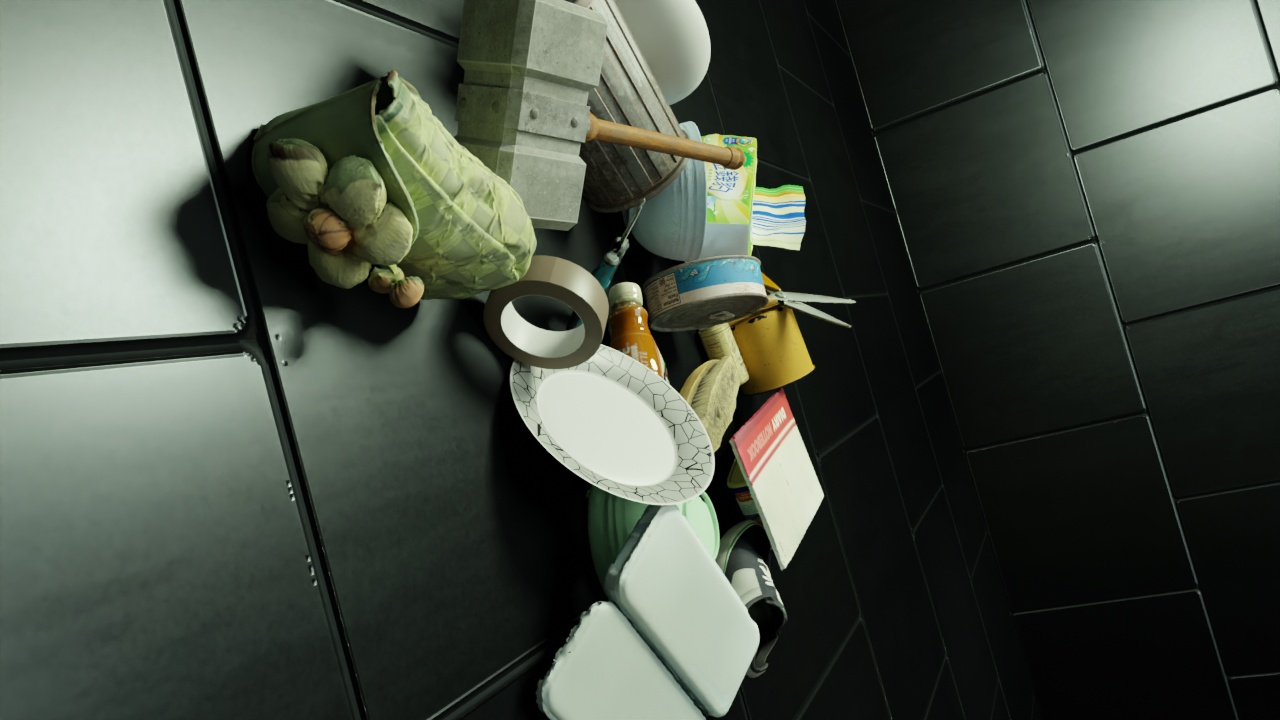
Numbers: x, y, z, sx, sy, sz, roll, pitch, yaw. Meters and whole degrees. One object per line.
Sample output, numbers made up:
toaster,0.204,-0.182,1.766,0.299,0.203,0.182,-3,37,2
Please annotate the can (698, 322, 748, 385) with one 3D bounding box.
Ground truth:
can,0.101,-0.008,1.115,0.079,0.038,0.038,67,26,-13

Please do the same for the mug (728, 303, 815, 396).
mug,0.155,-0.017,1.177,0.094,0.100,0.124,68,-15,-6

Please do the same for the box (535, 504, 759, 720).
box,0.017,0.239,0.728,0.188,0.037,0.209,-55,130,-33

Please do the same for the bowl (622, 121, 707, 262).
bowl,0.020,-0.178,0.983,0.150,0.074,0.150,176,-89,-82

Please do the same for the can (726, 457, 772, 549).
can,0.152,0.155,1.102,0.092,0.057,0.116,64,27,-17

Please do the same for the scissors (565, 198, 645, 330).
scissors,-0.033,-0.076,0.803,0.019,0.144,0.126,29,76,-3

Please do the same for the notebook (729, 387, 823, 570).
notebook,0.162,0.128,1.060,0.208,0.012,0.153,-33,102,-64

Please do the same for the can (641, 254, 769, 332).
can,0.069,-0.070,0.979,0.129,0.130,0.044,9,67,-62

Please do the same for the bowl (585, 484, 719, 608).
bowl,0.022,0.153,0.817,0.151,0.077,0.150,42,40,-49

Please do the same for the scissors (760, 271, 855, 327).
scissors,0.149,-0.078,1.127,0.216,0.225,0.016,-23,132,-42

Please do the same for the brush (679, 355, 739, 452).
brush,0.073,0.052,1.015,0.059,0.043,0.194,63,28,-19

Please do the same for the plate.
plate,-0.024,0.051,0.759,0.188,0.016,0.188,24,31,-16

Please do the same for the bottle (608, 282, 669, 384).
bottle,-0.005,0.005,0.870,0.059,0.059,0.167,29,46,-56

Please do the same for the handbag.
handbag,-0.150,-0.087,0.576,0.186,0.113,0.116,46,44,-46

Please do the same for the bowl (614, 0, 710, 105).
bowl,-0.021,-0.320,0.927,0.176,0.177,0.066,53,57,-36

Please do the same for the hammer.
hammer,-0.010,-0.190,0.779,0.316,0.083,0.163,-3,107,-47

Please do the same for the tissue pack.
tissue pack,0.133,-0.184,1.134,0.120,0.141,0.197,85,12,-51

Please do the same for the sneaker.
sneaker,0.118,0.245,0.952,0.084,0.079,0.234,64,26,-17

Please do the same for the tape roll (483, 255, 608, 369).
tape roll,-0.073,-0.036,0.715,0.094,0.094,0.030,54,32,-35

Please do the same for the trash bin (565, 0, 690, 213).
trash bin,-0.052,-0.256,0.850,0.211,0.131,0.130,53,32,-39
